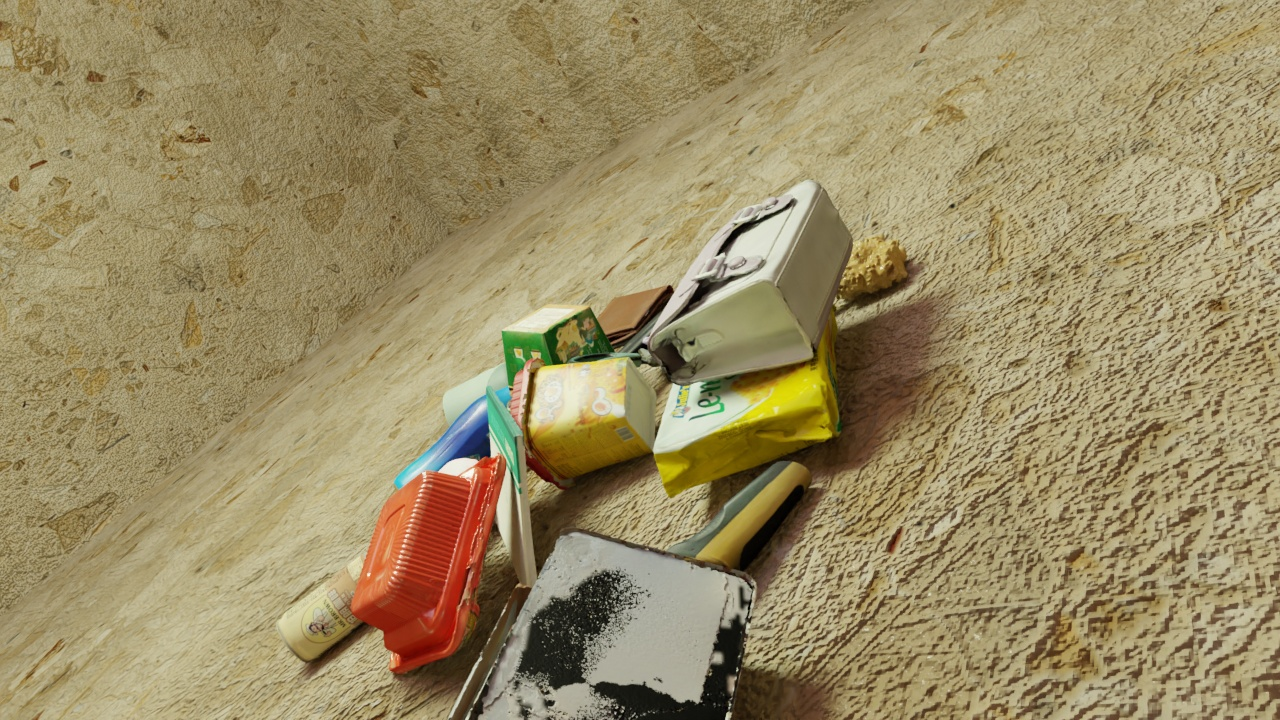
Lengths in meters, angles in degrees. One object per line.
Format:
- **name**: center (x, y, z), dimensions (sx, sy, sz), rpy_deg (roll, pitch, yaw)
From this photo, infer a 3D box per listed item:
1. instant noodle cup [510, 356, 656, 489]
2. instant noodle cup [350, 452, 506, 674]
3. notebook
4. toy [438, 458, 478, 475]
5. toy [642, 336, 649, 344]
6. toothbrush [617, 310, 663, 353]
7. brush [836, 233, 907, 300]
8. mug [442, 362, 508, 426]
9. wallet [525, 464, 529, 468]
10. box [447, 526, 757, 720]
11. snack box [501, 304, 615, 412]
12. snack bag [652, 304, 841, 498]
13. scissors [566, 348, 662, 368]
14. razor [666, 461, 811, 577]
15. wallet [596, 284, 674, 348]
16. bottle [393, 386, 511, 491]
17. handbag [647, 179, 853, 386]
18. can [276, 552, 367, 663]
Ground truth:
- **instant noodle cup**: center (-0.055, 0.056, 0.932), dimensions (0.124, 0.116, 0.116), rpy_deg (-13, 52, 21)
- **instant noodle cup**: center (-0.192, 0.172, 0.819), dimensions (0.165, 0.079, 0.188), rpy_deg (-37, 34, 47)
- **notebook**: center (-0.127, 0.117, 0.883), dimensions (0.012, 0.150, 0.209), rpy_deg (-6, 12, -16)
- **toy**: center (-0.219, 0.170, 1.004), dimensions (0.160, 0.054, 0.121), rpy_deg (-26, 45, 46)
- **toy**: center (0.068, -0.035, 1.073), dimensions (0.108, 0.039, 0.083), rpy_deg (-17, -3, 38)
- **toothbrush**: center (0.032, -0.051, 1.199), dimensions (0.027, 0.026, 0.212), rpy_deg (28, 56, 30)
- **brush**: center (0.157, -0.068, 0.945), dimensions (0.255, 0.046, 0.083), rpy_deg (-20, 27, 2)
- **mug**: center (-0.196, 0.047, 1.227), dimensions (0.106, 0.082, 0.111), rpy_deg (-27, 35, 13)
- **wallet**: center (-0.100, 0.067, 1.109), dimensions (0.107, 0.037, 0.129), rpy_deg (-31, 19, 11)
- **box**: center (-0.030, 0.230, 0.537), dimensions (0.157, 0.198, 0.180), rpy_deg (14, 32, 7)
- **snack box**: center (-0.098, -0.005, 1.077), dimensions (0.118, 0.106, 0.118), rpy_deg (5, 28, 45)
- **snack bag**: center (0.106, 0.024, 0.823), dimensions (0.158, 0.068, 0.245), rpy_deg (-25, 20, 22)
- **scissors**: center (-0.006, 0.006, 1.008), dimensions (0.181, 0.019, 0.170), rpy_deg (-1, 13, -15)
- **razor**: center (0.070, 0.132, 0.662), dimensions (0.068, 0.062, 0.167), rpy_deg (25, 50, 33)
- **wallet**: center (-0.017, -0.060, 1.295), dimensions (0.101, 0.032, 0.124), rpy_deg (-15, 27, 38)
- **bottle**: center (-0.205, 0.095, 1.130), dimensions (0.218, 0.065, 0.065), rpy_deg (-46, 21, -10)
- **handbag**: center (0.098, -0.069, 0.824), dimensions (0.145, 0.098, 0.196), rpy_deg (-26, 19, 35)
- **can**: center (-0.316, 0.258, 0.963), dimensions (0.116, 0.058, 0.058), rpy_deg (-37, 19, -10)
